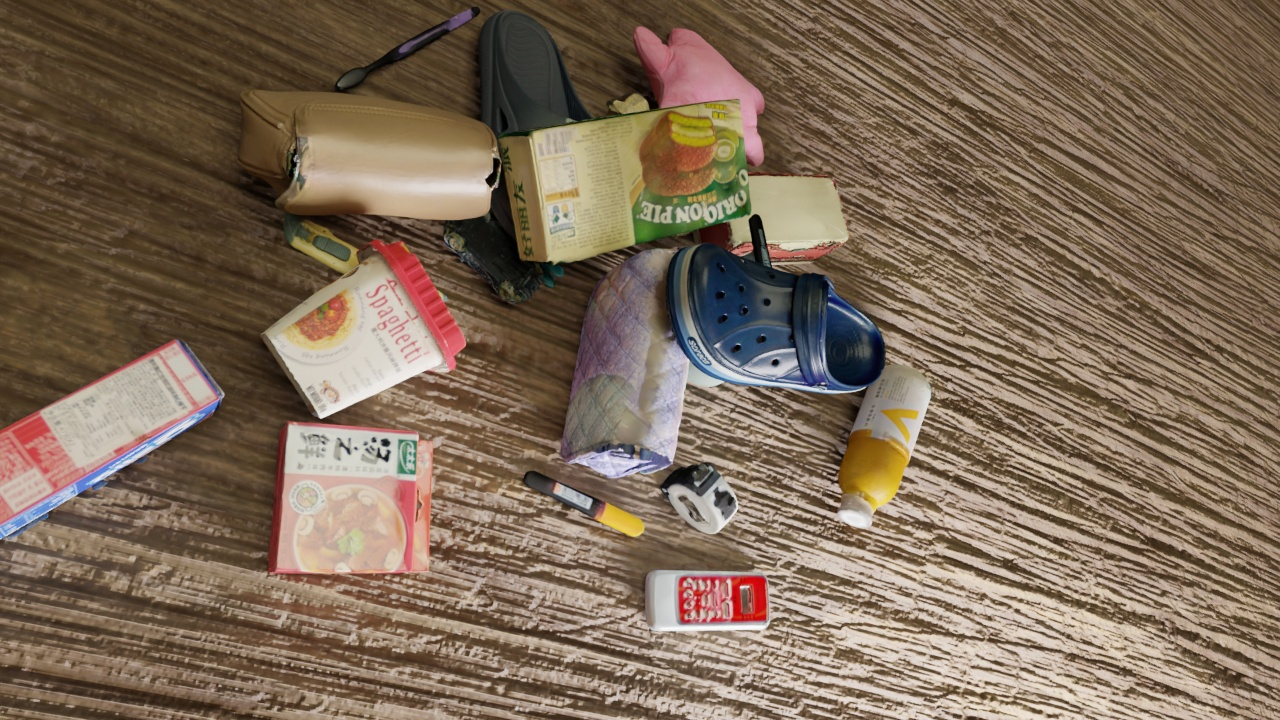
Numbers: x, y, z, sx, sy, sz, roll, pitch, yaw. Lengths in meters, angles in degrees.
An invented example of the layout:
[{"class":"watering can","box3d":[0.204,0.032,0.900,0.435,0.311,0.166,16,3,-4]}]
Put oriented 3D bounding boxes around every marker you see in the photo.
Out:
[{"class":"marker","box3d":[0.121,-0.081,0.874,0.018,0.015,0.124,-2,78,-36]},{"class":"marker","box3d":[-0.052,0.131,0.838,0.124,0.015,0.018,28,62,-18]}]

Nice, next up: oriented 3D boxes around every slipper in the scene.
[{"class":"slipper","box3d":[0.134,-0.027,0.801,0.252,0.095,0.105,19,69,-34]},{"class":"slipper","box3d":[-0.091,-0.224,0.865,0.110,0.084,0.268,5,69,-43]}]

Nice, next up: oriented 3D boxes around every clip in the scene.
[{"class":"clip","box3d":[-0.095,-0.096,0.873,0.055,0.038,0.013,51,55,-1]}]

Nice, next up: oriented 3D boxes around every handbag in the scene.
[{"class":"handbag","box3d":[-0.218,-0.164,0.755,0.204,0.148,0.100,-2,114,-29]},{"class":"handbag","box3d":[-0.005,0.005,0.830,0.075,0.134,0.193,19,68,-24]}]

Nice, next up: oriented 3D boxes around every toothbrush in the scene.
[{"class":"toothbrush","box3d":[-0.217,-0.297,0.868,0.188,0.017,0.014,-46,112,-35]}]

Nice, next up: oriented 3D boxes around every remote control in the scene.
[{"class":"remote control","box3d":[0.066,0.229,0.874,0.135,0.020,0.055,9,72,-28]}]

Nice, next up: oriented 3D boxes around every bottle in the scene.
[{"class":"bottle","box3d":[0.261,0.092,0.998,0.068,0.068,0.189,37,61,-16]}]

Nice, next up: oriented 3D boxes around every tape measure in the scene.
[{"class":"tape measure","box3d":[0.059,0.131,0.870,0.033,0.066,0.066,-42,97,-28]}]

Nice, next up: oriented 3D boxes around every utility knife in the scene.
[{"class":"utility knife","box3d":[-0.238,-0.081,0.792,0.151,0.018,0.030,30,69,-25]}]

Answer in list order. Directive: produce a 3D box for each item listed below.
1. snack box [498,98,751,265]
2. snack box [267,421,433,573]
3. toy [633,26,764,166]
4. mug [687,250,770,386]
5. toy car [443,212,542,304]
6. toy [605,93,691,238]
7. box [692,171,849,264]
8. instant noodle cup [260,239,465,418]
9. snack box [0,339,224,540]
[{"class":"snack box","box3d":[-0.007,-0.168,0.841,0.239,0.063,0.114,-20,110,-34]},{"class":"snack box","box3d":[-0.221,0.111,0.725,0.127,0.044,0.113,7,73,-29]},{"class":"toy","box3d":[0.070,-0.297,0.998,0.194,0.075,0.178,10,55,-41]},{"class":"mug","box3d":[0.091,-0.044,0.918,0.083,0.104,0.123,16,69,-26]},{"class":"toy car","box3d":[-0.137,-0.097,0.842,0.105,0.031,0.048,46,54,-12]},{"class":"toy","box3d":[0.013,-0.200,0.949,0.157,0.066,0.105,62,26,-6]},{"class":"box","box3d":[0.145,-0.154,0.995,0.168,0.079,0.091,-6,78,-31]},{"class":"instant noodle cup","box3d":[-0.222,-0.020,0.725,0.124,0.117,0.116,-35,104,-21]},{"class":"snack box","box3d":[-0.396,0.064,0.630,0.206,0.057,0.058,-37,93,-32]}]
